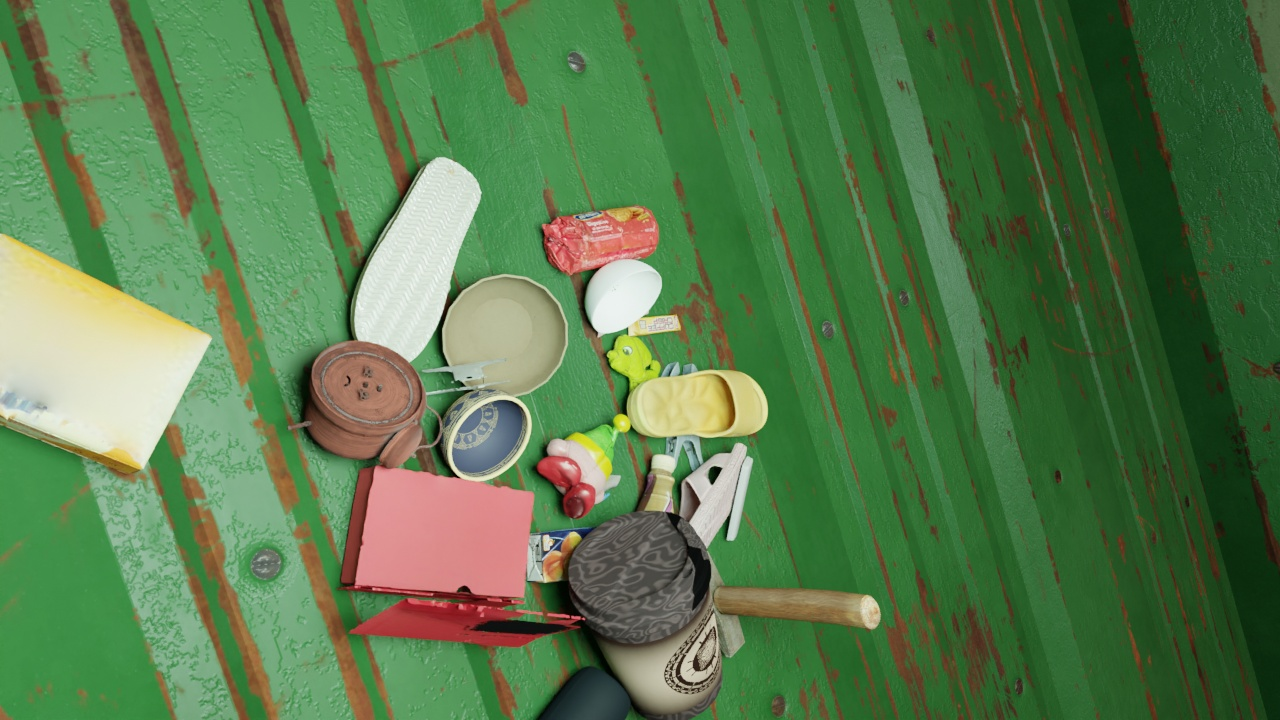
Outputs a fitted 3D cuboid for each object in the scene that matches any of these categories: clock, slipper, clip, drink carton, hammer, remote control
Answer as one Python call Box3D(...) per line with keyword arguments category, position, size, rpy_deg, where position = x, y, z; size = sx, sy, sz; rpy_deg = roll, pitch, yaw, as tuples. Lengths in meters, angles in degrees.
Box3D(category="clock", position=(-0.287, 0.051, 0.988), size=(0.157, 0.072, 0.120), rpy_deg=(19, 42, -21))
Box3D(category="slipper", position=(-0.264, -0.116, 1.084), size=(0.115, 0.052, 0.262), rpy_deg=(31, 67, -34))
Box3D(category="clip", position=(0.047, 0.082, 1.319), size=(0.112, 0.028, 0.163), rpy_deg=(5, 77, -38))
Box3D(category="clip", position=(-0.201, 0.026, 1.077), size=(0.102, 0.056, 0.056), rpy_deg=(-10, 48, -14))
Box3D(category="slipper", position=(0.084, 0.203, 1.285), size=(0.238, 0.064, 0.094), rpy_deg=(-53, 154, -46))
Box3D(category="slipper", position=(0.100, 0.060, 1.298), size=(0.262, 0.079, 0.099), rpy_deg=(-2, 79, -40))
Box3D(category="drink carton", position=(-0.082, 0.247, 1.171), size=(0.129, 0.040, 0.064), rpy_deg=(3, 80, -40))
Box3D(category="hammer", position=(0.185, 0.326, 1.203), size=(0.037, 0.302, 0.158), rpy_deg=(-34, 103, -39))
Box3D(category="remote control", position=(0.145, 0.202, 1.334), size=(0.033, 0.012, 0.131), rpy_deg=(-47, 149, -60))

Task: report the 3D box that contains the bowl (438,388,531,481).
Box3D(category="bowl", position=(-0.193, 0.080, 1.089), size=(0.112, 0.061, 0.113), rpy_deg=(-24, 129, -32))

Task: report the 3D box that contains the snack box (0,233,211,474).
Box3D(category="snack box", position=(-0.518, -0.001, 0.831), size=(0.195, 0.081, 0.144), rpy_deg=(32, 62, -31))

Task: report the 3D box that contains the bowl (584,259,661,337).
Box3D(category="bowl", position=(-0.032, -0.095, 1.248), size=(0.114, 0.115, 0.050), rpy_deg=(-14, 55, -40))

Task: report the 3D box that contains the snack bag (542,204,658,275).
Box3D(category="snack bag", position=(-0.050, -0.165, 1.253), size=(0.176, 0.082, 0.082), rpy_deg=(-17, 92, -40))

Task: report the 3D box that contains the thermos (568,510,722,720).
Box3D(category="thermos", position=(0.018, 0.323, 1.131), size=(0.172, 0.173, 0.226), rpy_deg=(-43, 131, -37))

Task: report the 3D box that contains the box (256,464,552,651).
Box3D(category="box", position=(-0.291, 0.251, 1.119), size=(0.216, 0.352, 0.197), rpy_deg=(16, 67, -35))

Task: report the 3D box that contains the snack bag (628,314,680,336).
Box3D(category="snack bag", position=(0.022, -0.051, 1.328), size=(0.099, 0.020, 0.026), rpy_deg=(-7, 87, -40))

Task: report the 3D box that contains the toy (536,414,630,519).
Box3D(category="toy", position=(-0.061, 0.133, 1.183), size=(0.124, 0.097, 0.131), rpy_deg=(57, 28, -19))

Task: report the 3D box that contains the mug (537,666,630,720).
Box3D(category="mug", position=(-0.065, 0.447, 1.126), size=(0.094, 0.085, 0.122), rpy_deg=(-45, 138, -36))

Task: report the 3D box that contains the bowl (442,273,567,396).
Box3D(category="bowl", position=(-0.168, -0.033, 1.124), size=(0.152, 0.050, 0.152), rpy_deg=(-4, 104, -16))

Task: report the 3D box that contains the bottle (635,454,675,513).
Box3D(category="bottle", position=(0.019, 0.211, 1.248), size=(0.059, 0.060, 0.165), rpy_deg=(24, 67, -34))

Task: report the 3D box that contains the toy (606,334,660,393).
Box3D(category="toy", position=(-0.008, 0.007, 1.283), size=(0.094, 0.036, 0.093), rpy_deg=(-13, 93, -46))
